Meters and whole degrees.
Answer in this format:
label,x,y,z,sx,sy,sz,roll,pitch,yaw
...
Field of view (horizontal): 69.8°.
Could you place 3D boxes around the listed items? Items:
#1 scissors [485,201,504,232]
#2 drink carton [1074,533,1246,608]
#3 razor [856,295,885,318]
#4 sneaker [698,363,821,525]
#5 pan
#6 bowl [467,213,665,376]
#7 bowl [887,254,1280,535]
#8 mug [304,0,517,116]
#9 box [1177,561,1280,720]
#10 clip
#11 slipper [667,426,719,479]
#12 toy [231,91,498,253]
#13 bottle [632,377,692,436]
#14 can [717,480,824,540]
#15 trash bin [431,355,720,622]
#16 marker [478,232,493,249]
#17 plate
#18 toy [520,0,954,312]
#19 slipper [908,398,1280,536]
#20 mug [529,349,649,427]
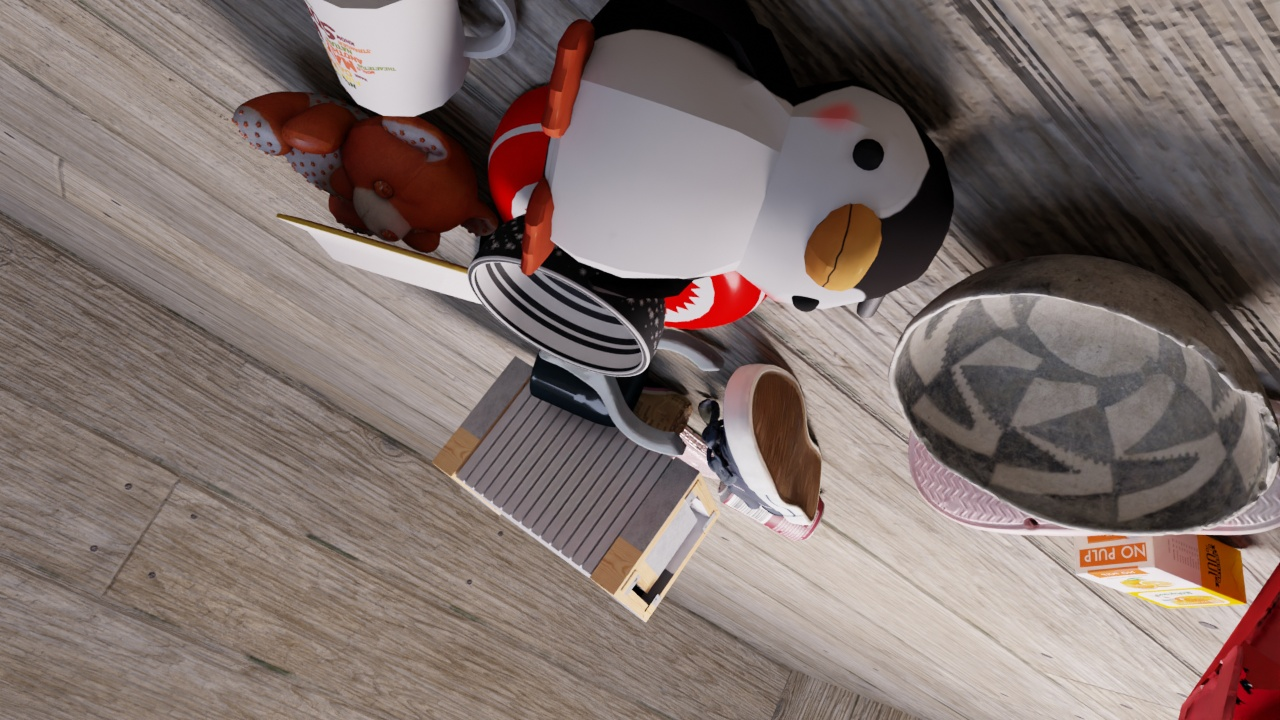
label,x,y,z,sx,sy,sz,roll,pitch,yaw
scissors,-0.095,-0.084,0.783,0.123,0.019,0.149,51,173,-13
drink carton,0.378,0.147,0.673,0.122,0.040,0.059,22,153,-26
razor,0.145,-0.056,0.537,0.144,0.022,0.042,72,175,-72
sneaker,0.092,0.076,0.852,0.127,0.120,0.294,7,159,19
pan,-0.023,-0.074,0.675,0.209,0.067,0.357,29,159,-5
bowl,-0.035,-0.050,0.553,0.120,0.066,0.120,23,159,10
bowl,0.228,0.007,0.476,0.178,0.081,0.179,26,147,18
mug,-0.118,-0.185,0.483,0.105,0.073,0.090,1,162,-2
box,0.375,0.235,0.538,0.121,0.317,0.211,9,156,26
clip,0.004,-0.007,0.814,0.174,0.030,0.159,38,118,-4
slipper,0.009,0.094,1.086,0.239,0.064,0.094,36,161,-31
toy,-0.197,-0.137,0.685,0.173,0.092,0.164,16,160,27
bottle,-0.028,0.032,0.975,0.166,0.059,0.060,28,163,15
can,0.151,0.159,1.063,0.114,0.063,0.063,29,163,-4
trash bin,-0.064,0.137,0.980,0.247,0.142,0.142,30,165,25
marker,-0.146,-0.091,0.854,0.016,0.022,0.139,23,162,-6
plate,-0.159,-0.067,0.695,0.230,0.021,0.230,17,-178,-1
toy,0.054,-0.093,0.437,0.184,0.139,0.159,17,130,1
slipper,0.270,0.053,0.552,0.222,0.107,0.055,0,-173,37
mug,-0.046,0.003,0.890,0.094,0.085,0.122,23,144,11
